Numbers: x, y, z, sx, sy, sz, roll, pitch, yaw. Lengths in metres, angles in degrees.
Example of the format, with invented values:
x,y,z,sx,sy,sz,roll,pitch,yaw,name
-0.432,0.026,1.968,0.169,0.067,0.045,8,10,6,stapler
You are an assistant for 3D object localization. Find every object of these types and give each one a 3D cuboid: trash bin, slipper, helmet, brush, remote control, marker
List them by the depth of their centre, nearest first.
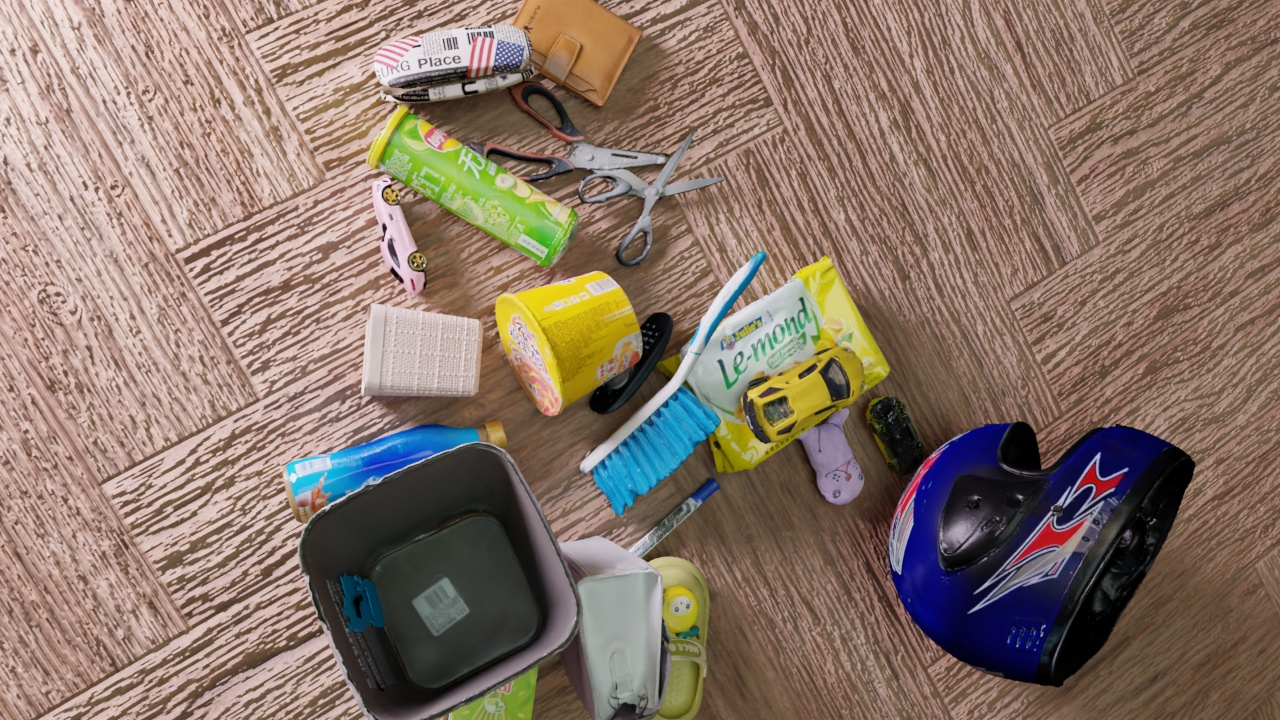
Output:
x,y,z,sx,sy,sz,roll,pitch,yaw,name
-0.179,0.213,0.850,0.198,0.220,0.199,-24,76,-16,trash bin
0.049,0.030,0.965,0.315,0.060,0.109,-43,90,16,brush
0.041,0.313,0.999,0.091,0.082,0.190,0,91,-18,slipper
-0.006,0.006,1.012,0.024,0.053,0.136,43,77,-36,remote control
0.418,0.186,1.021,0.315,0.240,0.247,-55,140,-4,helmet
0.032,0.184,1.033,0.145,0.017,0.017,-39,98,-13,marker

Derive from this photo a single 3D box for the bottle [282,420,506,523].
x,y,z,sx,sy,sz,roll,pitch,yaw,name
-0.245,0.104,0.934,0.218,0.065,0.065,-16,92,-17,bottle

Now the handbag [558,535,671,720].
x,y,z,sx,sy,sz,roll,pitch,yaw,name
-0.037,0.262,0.918,0.098,0.197,0.145,-3,89,-15,handbag

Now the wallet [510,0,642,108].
x,y,z,sx,sy,sz,roll,pitch,yaw,name
-0.076,-0.354,1.014,0.132,0.031,0.107,29,79,-11,wallet

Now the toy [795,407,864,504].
x,y,z,sx,sy,sz,roll,pitch,yaw,name
0.228,0.116,1.079,0.083,0.039,0.108,-24,93,-24,toy

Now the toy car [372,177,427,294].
x,y,z,sx,sy,sz,roll,pitch,yaw,name
-0.252,-0.126,0.944,0.037,0.056,0.122,-22,93,-22,toy car

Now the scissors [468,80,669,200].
x,y,z,sx,sy,sz,roll,pitch,yaw,name
-0.079,-0.235,1.016,0.189,0.015,0.221,-36,97,-14,scissors

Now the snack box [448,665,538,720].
x,y,z,sx,sy,sz,roll,pitch,yaw,name
-0.153,0.329,0.972,0.085,0.026,0.156,9,85,-16,snack box

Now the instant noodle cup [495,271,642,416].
x,y,z,sx,sy,sz,roll,pitch,yaw,name
-0.072,-0.025,0.957,0.109,0.138,0.138,-25,95,-24,instant noodle cup

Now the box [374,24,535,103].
x,y,z,sx,sy,sz,roll,pitch,yaw,name
-0.191,-0.310,0.942,0.163,0.074,0.081,-10,124,-9,box

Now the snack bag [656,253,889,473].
x,y,z,sx,sy,sz,roll,pitch,yaw,name
0.156,0.005,1.047,0.246,0.068,0.158,-32,97,-14,snack bag

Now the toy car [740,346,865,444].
x,y,z,sx,sy,sz,roll,pitch,yaw,name
0.180,0.034,0.997,0.155,0.041,0.071,-25,96,-15,toy car

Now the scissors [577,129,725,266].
x,y,z,sx,sy,sz,roll,pitch,yaw,name
0.013,-0.184,1.031,0.181,0.014,0.159,1,97,-18,scissors

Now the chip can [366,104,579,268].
x,y,z,sx,sy,sz,roll,pitch,yaw,name
-0.170,-0.177,0.960,0.221,0.073,0.072,30,80,-13,chip can

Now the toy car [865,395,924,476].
x,y,z,sx,sy,sz,roll,pitch,yaw,name
0.304,0.090,1.105,0.048,0.032,0.105,-36,109,-14,toy car

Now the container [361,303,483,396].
x,y,z,sx,sy,sz,roll,pitch,yaw,name
-0.222,-0.005,0.932,0.110,0.090,0.090,5,86,-18,container
